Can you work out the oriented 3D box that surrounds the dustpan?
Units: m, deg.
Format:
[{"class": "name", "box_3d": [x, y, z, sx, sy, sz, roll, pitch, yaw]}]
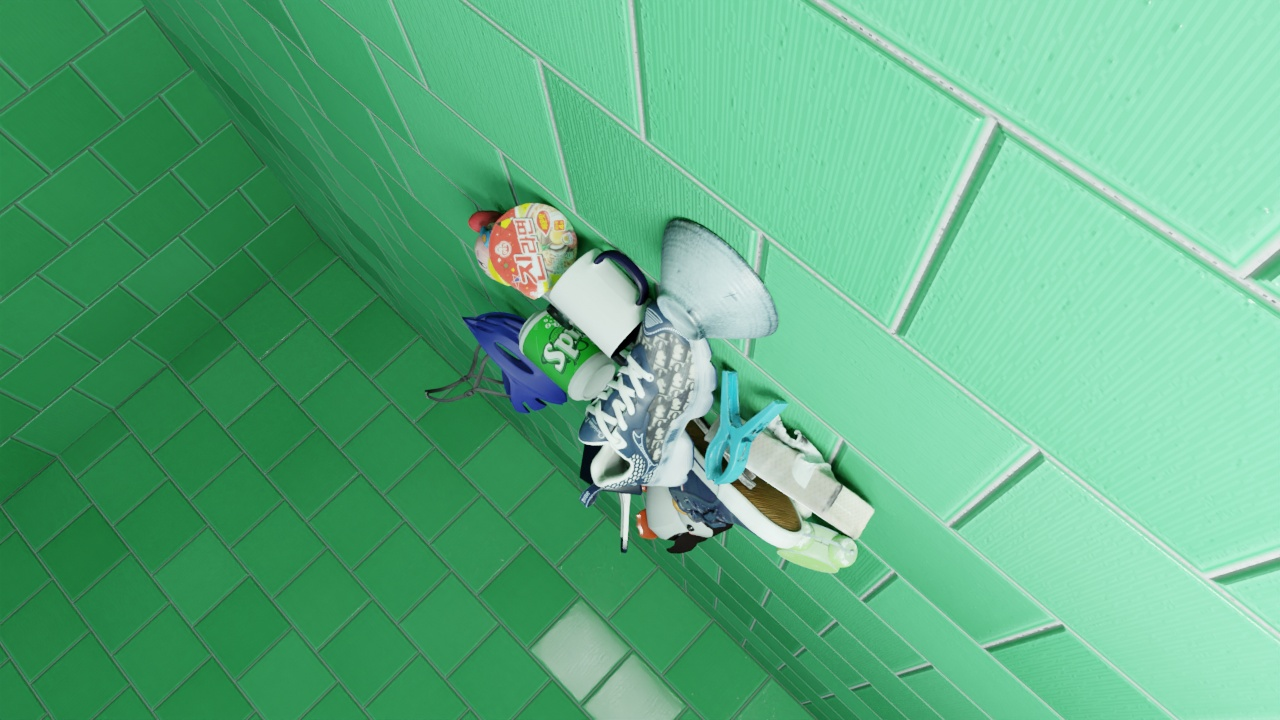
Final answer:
[{"class": "dustpan", "box_3d": [-0.041, 0.170, 1.482, 0.080, 0.273, 0.236, 9, 176, -10]}]

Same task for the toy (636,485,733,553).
[{"class": "toy", "box_3d": [0.093, 0.212, 1.378, 0.140, 0.159, 0.184, 6, 170, -22]}]

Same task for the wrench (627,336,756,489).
[{"class": "wrench", "box_3d": [0.049, 0.044, 1.103, 0.273, 0.010, 0.070, 50, -166, 12]}]

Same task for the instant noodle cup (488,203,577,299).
[{"class": "instant noodle cup", "box_3d": [-0.122, -0.125, 1.087, 0.100, 0.100, 0.112, 45, 178, 3]}]

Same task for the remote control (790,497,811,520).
[{"class": "remote control", "box_3d": [0.170, 0.163, 1.174, 0.126, 0.018, 0.038, 32, 149, 46]}]

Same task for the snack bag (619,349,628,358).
[{"class": "snack bag", "box_3d": [-0.008, 0.007, 1.274, 0.158, 0.013, 0.057, 37, 165, 35]}]

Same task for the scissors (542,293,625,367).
[{"class": "scissors", "box_3d": [-0.078, -0.038, 1.269, 0.201, 0.015, 0.206, 43, 173, -17]}]

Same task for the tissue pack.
[{"class": "tissue pack", "box_3d": [0.161, 0.111, 0.986, 0.104, 0.071, 0.181, 37, 180, -44]}]

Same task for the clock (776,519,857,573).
[{"class": "clock", "box_3d": [0.215, 0.230, 1.139, 0.094, 0.042, 0.119, 20, 161, 0]}]

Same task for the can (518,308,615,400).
[{"class": "can", "box_3d": [-0.111, -0.010, 1.375, 0.140, 0.087, 0.088, 40, 166, 22]}]

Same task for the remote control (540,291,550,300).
[{"class": "remote control", "box_3d": [-0.126, -0.105, 1.289, 0.151, 0.019, 0.074, 33, 162, 45]}]

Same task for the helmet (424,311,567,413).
[{"class": "helmet", "box_3d": [-0.260, 0.030, 1.644, 0.241, 0.227, 0.148, 51, 175, -18]}]

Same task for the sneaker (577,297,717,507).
[{"class": "sneaker", "box_3d": [-0.006, 0.052, 1.003, 0.103, 0.132, 0.270, 48, 144, 38]}]

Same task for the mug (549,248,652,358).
[{"class": "mug", "box_3d": [-0.033, -0.072, 1.011, 0.097, 0.078, 0.112, 45, 139, 5]}]

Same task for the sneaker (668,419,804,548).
[{"class": "sneaker", "box_3d": [0.090, 0.176, 1.166, 0.120, 0.127, 0.294, 15, -167, -36]}]

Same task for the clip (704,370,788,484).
[{"class": "clip", "box_3d": [0.105, 0.081, 0.961, 0.026, 0.116, 0.097, 5, -159, -42]}]

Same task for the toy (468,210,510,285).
[{"class": "toy", "box_3d": [-0.167, -0.143, 1.218, 0.131, 0.096, 0.124, 60, 169, 30]}]

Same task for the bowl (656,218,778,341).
[{"class": "bowl", "box_3d": [0.053, -0.055, 0.816, 0.137, 0.057, 0.137, 43, 166, 13]}]
